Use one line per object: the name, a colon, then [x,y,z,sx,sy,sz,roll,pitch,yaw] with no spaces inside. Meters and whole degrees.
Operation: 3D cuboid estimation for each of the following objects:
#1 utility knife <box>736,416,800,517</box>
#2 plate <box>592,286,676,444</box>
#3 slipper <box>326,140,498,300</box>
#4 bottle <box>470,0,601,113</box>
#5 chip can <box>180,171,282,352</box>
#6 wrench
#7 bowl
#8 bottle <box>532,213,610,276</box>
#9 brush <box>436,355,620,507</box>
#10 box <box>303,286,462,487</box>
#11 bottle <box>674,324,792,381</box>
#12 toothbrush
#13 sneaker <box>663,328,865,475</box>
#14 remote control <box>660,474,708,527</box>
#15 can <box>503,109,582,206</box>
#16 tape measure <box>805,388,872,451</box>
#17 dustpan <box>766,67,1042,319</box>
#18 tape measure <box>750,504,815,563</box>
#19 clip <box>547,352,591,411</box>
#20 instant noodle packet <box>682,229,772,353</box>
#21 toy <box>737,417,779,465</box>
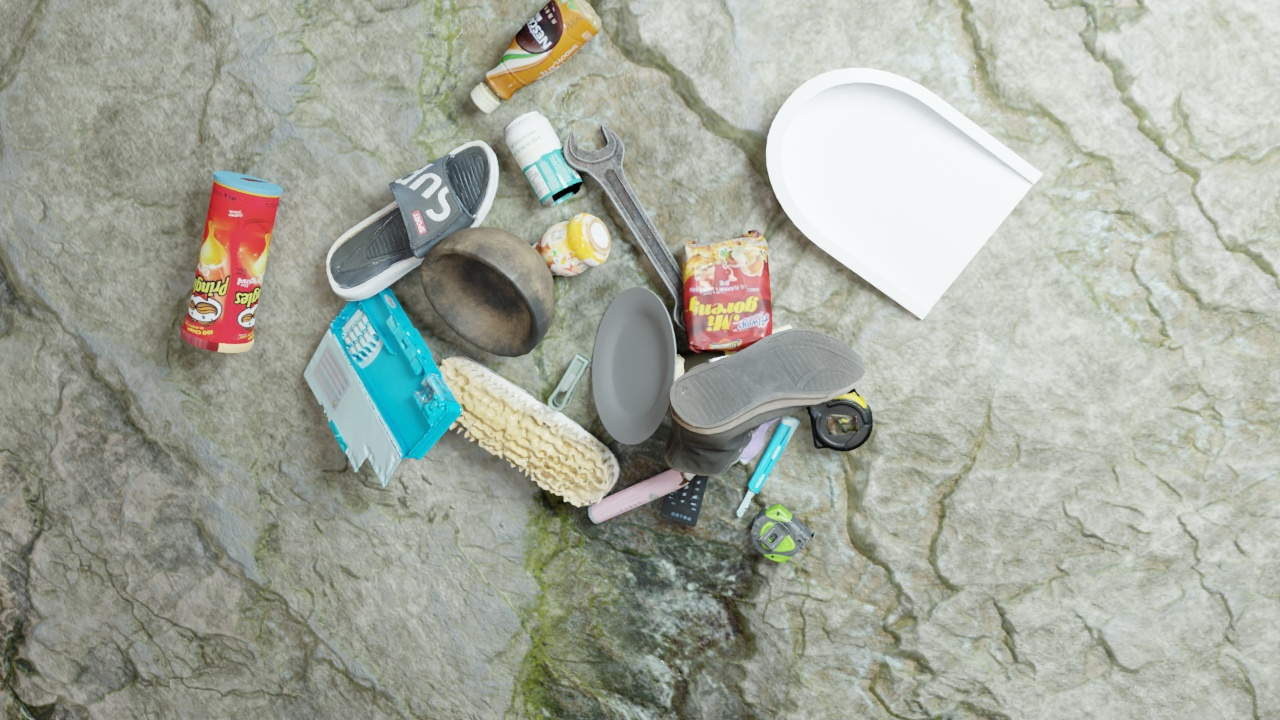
utility knife: [0.148,0.127,1.085,0.022,0.015,0.141,17,109,-22]
plate: [-0.006,0.006,1.039,0.012,0.178,0.178,4,107,-32]
slipper: [-0.279,-0.166,1.088,0.264,0.063,0.111,-31,69,19]
bottle: [-0.122,-0.342,1.030,0.167,0.059,0.059,-36,91,18]
chip can: [-0.515,-0.123,1.158,0.087,0.087,0.213,20,104,9]
wrench: [0.003,-0.149,1.049,0.070,0.010,0.273,-33,94,-18]
bowl: [-0.168,-0.086,1.060,0.162,0.070,0.162,21,141,18]
bottle: [-0.089,-0.128,1.066,0.109,0.063,0.063,-17,97,31]
brush: [-0.148,0.084,1.125,0.271,0.056,0.083,33,107,6]
box: [-0.328,0.037,1.124,0.182,0.039,0.226,-47,61,19]
bottle: [0.089,-0.001,1.057,0.185,0.045,0.045,-21,96,10]
toothbrush: [0.028,0.146,1.088,0.223,0.027,0.026,-28,50,29]
sneaker: [0.132,0.047,1.003,0.234,0.120,0.095,-23,61,-22]
remote control: [0.063,0.123,1.102,0.047,0.022,0.150,16,103,11]
can: [-0.112,-0.231,1.053,0.055,0.054,0.101,-29,93,17]
tape measure: [0.226,0.067,1.039,0.072,0.042,0.071,-10,95,13]
dustpan: [0.257,-0.193,0.971,0.258,0.053,0.192,37,107,4]
tape measure: [0.162,0.207,1.085,0.065,0.035,0.059,39,108,3]
clip: [-0.086,0.027,1.115,0.023,0.037,0.075,31,102,7]
instant noodle packet: [0.097,-0.075,1.027,0.098,0.039,0.135,-3,82,5]
toy: [0.120,0.064,1.063,0.080,0.036,0.100,35,96,-8]
